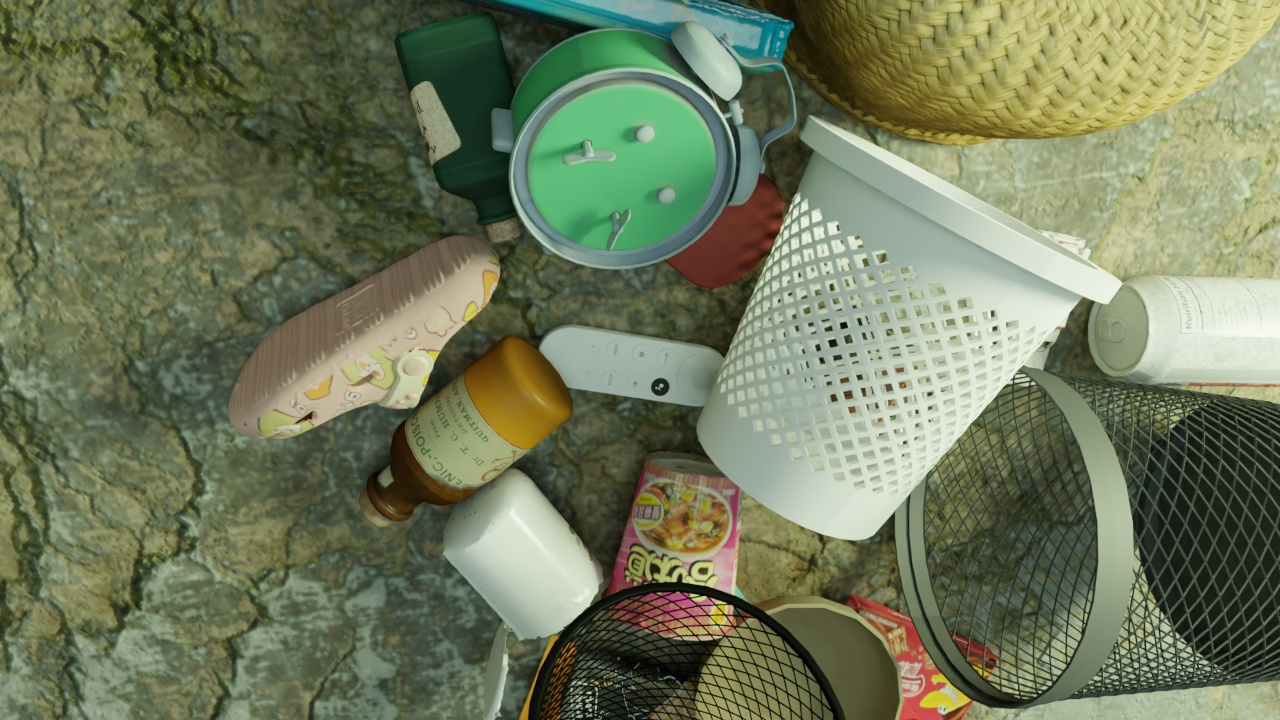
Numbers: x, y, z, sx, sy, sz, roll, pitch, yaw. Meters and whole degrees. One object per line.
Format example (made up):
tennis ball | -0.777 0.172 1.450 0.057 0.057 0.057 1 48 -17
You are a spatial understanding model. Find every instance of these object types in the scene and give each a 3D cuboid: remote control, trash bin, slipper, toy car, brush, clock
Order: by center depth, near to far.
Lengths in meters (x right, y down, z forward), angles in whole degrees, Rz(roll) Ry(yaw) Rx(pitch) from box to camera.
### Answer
clock | 0.007 -0.120 0.506 0.162 0.075 0.122 -18 133 6
trash bin | 0.139 -0.011 0.557 0.195 0.195 0.200 23 111 -13
trash bin | 0.002 0.269 0.567 0.184 0.183 0.211 12 137 -11
slipper | -0.164 -0.001 0.581 0.197 0.093 0.081 -30 125 6
brush | 0.011 -0.123 0.590 0.173 0.042 0.082 38 98 -16
trash bin | 0.328 0.115 0.616 0.227 0.217 0.218 4 105 -13
remote control | -0.004 0.004 0.640 0.136 0.013 0.043 9 104 -10
toy car | 0.285 -0.034 0.653 0.039 0.039 0.113 9 104 -10

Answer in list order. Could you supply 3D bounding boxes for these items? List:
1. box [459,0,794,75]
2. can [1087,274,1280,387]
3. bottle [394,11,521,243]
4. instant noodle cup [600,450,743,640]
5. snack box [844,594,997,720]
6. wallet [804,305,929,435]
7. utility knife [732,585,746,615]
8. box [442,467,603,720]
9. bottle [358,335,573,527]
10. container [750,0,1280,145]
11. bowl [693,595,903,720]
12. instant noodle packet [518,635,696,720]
box | -0.030 -0.212 0.532 0.226 0.094 0.041 12 105 -11
can | 0.401 -0.020 0.652 0.136 0.078 0.078 1 106 -8
bottle | -0.101 -0.137 0.561 0.061 0.061 0.131 -16 107 -5
instant noodle cup | 0.029 0.124 0.642 0.097 0.098 0.108 9 96 -10
snack box | 0.206 0.248 0.733 0.133 0.021 0.089 23 102 -13
wallet | 0.148 0.028 0.663 0.072 0.019 0.123 26 101 -13
utility knife | 0.072 0.186 0.701 0.022 0.015 0.126 -33 106 1
box | -0.098 0.165 0.641 0.141 0.083 0.140 -39 108 -2
bottle | -0.123 0.055 0.608 0.157 0.067 0.068 -38 107 14
container | 0.211 -0.266 0.499 0.307 0.196 0.307 -2 107 -6
bowl | 0.112 0.241 0.682 0.152 0.050 0.152 -1 100 -4
instant noodle packet | 0.007 0.313 0.719 0.220 0.032 0.160 19 100 -12
